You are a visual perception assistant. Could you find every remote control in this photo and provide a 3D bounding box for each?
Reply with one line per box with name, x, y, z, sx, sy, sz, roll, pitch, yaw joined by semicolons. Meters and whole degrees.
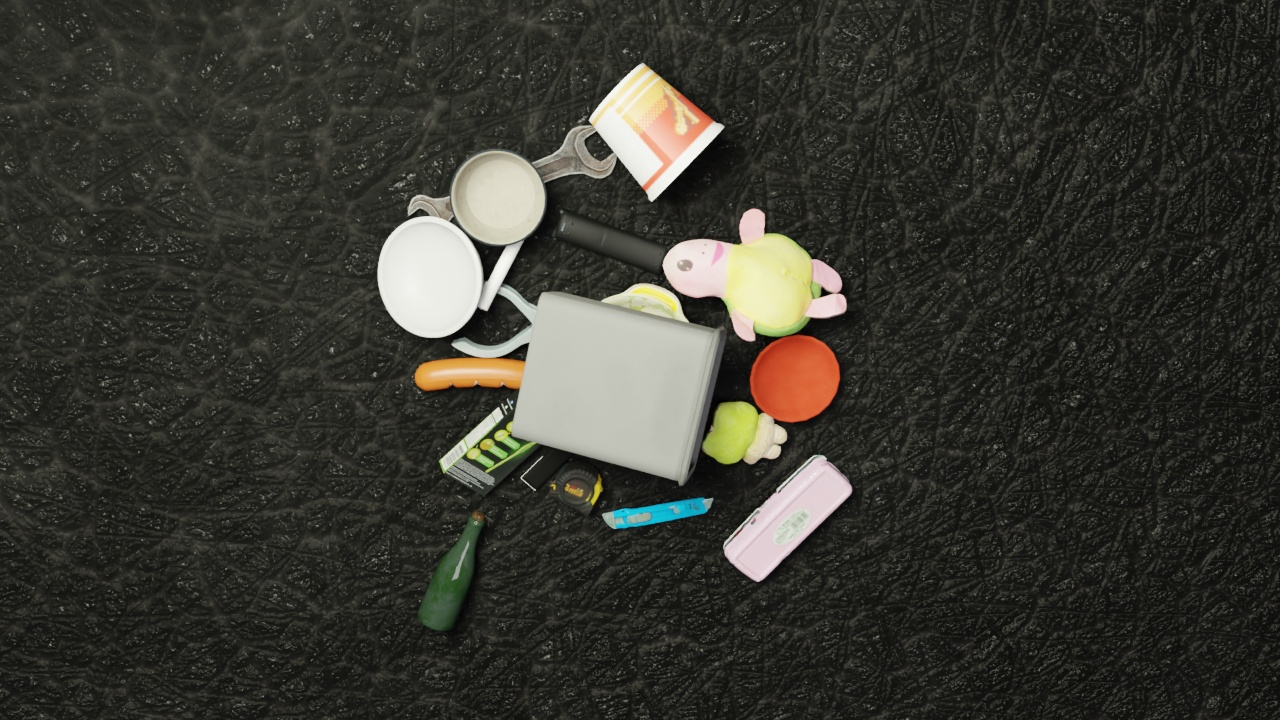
remote control;-0.038;-0.152;1.183;0.152;0.020;0.041;18;104;-11
remote control;-0.112;0.129;1.261;0.124;0.011;0.028;-44;105;8

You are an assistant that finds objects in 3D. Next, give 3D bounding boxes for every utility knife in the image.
utility knife;0.026;0.215;1.296;0.158;0.015;0.031;-11;111;-3

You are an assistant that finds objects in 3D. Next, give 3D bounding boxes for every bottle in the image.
bottle;-0.254;0.288;1.272;0.055;0.055;0.174;22;102;-11

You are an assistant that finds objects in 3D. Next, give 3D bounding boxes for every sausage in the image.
sausage;-0.213;0.019;1.206;0.164;0.039;0.044;0;110;-5

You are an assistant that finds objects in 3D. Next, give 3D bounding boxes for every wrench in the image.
wrench;-0.161;-0.224;1.157;0.273;0.010;0.070;-21;107;1

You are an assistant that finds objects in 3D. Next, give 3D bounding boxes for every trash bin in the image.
trash bin;-0.025;0.029;1.121;0.220;0.097;0.192;14;98;10

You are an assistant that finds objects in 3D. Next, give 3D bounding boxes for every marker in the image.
marker;-0.173;-0.125;1.162;0.020;0.017;0.133;30;84;-36

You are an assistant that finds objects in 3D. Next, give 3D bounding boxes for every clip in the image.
clip;-0.162;-0.077;1.190;0.172;0.029;0.143;-3;107;-4

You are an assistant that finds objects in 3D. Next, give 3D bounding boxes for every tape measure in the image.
tape measure;-0.086;0.170;1.263;0.067;0.038;0.063;27;110;-9

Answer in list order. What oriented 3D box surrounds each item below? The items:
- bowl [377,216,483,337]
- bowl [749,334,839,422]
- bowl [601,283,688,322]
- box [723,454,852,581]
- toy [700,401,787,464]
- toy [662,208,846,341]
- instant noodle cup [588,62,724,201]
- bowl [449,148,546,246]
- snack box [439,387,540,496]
bowl;-0.256;-0.105;1.152;0.150;0.043;0.149;3;99;20
bowl;0.206;0.020;1.244;0.122;0.035;0.122;-1;106;-5
bowl;-0.007;0.007;1.195;0.188;0.060;0.219;19;99;7
box;0.210;0.225;1.305;0.086;0.044;0.202;41;98;-20
toy;0.144;0.103;1.259;0.115;0.046;0.092;15;105;-16
toy;0.148;-0.102;1.174;0.238;0.088;0.189;9;70;-7
instant noodle cup;0.014;-0.279;1.105;0.121;0.123;0.123;44;98;-7
bowl;-0.173;-0.202;1.125;0.115;0.059;0.115;-1;106;-4
snack box;-0.186;0.110;1.223;0.148;0.025;0.080;-42;134;7
